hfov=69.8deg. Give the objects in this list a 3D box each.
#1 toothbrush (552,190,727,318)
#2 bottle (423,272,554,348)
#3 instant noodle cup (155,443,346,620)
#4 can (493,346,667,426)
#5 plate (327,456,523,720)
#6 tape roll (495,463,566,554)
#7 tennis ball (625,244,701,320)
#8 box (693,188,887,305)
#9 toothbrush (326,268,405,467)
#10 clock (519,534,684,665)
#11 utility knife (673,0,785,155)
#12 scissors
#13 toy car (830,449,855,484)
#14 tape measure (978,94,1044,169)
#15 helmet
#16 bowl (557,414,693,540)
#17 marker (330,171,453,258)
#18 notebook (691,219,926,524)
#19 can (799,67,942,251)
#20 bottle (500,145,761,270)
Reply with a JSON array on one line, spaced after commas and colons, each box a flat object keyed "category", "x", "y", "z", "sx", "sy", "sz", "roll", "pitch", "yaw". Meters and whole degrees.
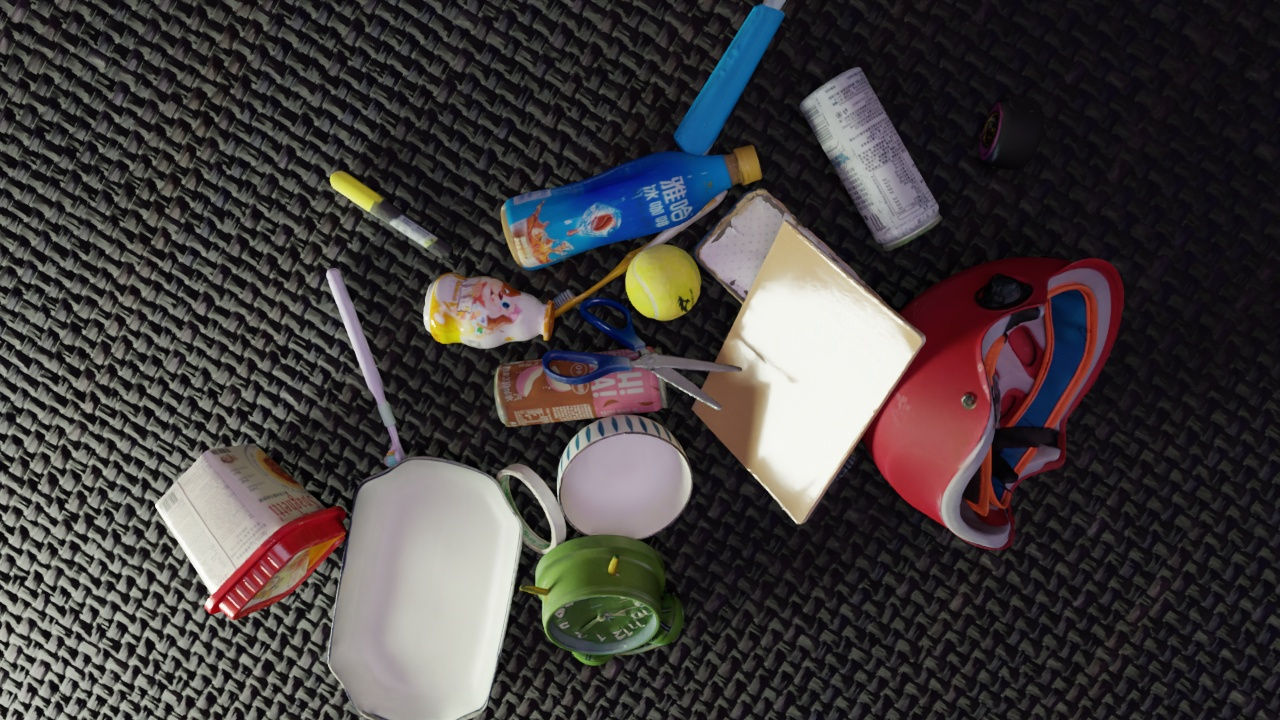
[{"category": "toothbrush", "x": -0.004, "y": -0.096, "z": 0.810, "sx": 0.191, "sy": 0.016, "sz": 0.018, "roll": -35, "pitch": 86, "yaw": 8}, {"category": "bottle", "x": -0.130, "y": -0.041, "z": 0.800, "sx": 0.108, "sy": 0.063, "sz": 0.063, "roll": 7, "pitch": 98, "yaw": 1}, {"category": "instant noodle cup", "x": -0.349, "y": 0.145, "z": 0.818, "sx": 0.117, "sy": 0.116, "sz": 0.124, "roll": -45, "pitch": 83, "yaw": 8}, {"category": "can", "x": -0.051, "y": 0.023, "z": 0.807, "sx": 0.147, "sy": 0.058, "sz": 0.058, "roll": -6, "pitch": 98, "yaw": 4}, {"category": "plate", "x": -0.196, "y": 0.215, "z": 0.849, "sx": 0.162, "sy": 0.034, "sz": 0.266, "roll": 12, "pitch": 99, "yaw": 5}, {"category": "tape roll", "x": -0.098, "y": 0.132, "z": 0.817, "sx": 0.013, "sy": 0.086, "sz": 0.086, "roll": -29, "pitch": 97, "yaw": -35}, {"category": "tennis ball", "x": 0.020, "y": -0.067, "z": 0.786, "sx": 0.065, "sy": 0.065, "sz": 0.065, "roll": 0, "pitch": 98, "yaw": 3}, {"category": "box", "x": 0.125, "y": -0.068, "z": 0.786, "sx": 0.090, "sy": 0.061, "sz": 0.184, "roll": -45, "pitch": 92, "yaw": 7}, {"category": "toothbrush", "x": -0.251, "y": 0.007, "z": 0.835, "sx": 0.021, "sy": 0.029, "sz": 0.189, "roll": -21, "pitch": 96, "yaw": -35}, {"category": "clock", "x": -0.027, "y": 0.220, "z": 0.816, "sx": 0.116, "sy": 0.056, "sz": 0.161, "roll": -20, "pitch": 132, "yaw": 15}, {"category": "utility knife", "x": 0.086, "y": -0.256, "z": 0.781, "sx": 0.034, "sy": 0.018, "sz": 0.188, "roll": 30, "pitch": 98, "yaw": -13}, {"category": "scissors", "x": -0.002, "y": -0.007, "z": 0.777, "sx": 0.163, "sy": 0.160, "sz": 0.012, "roll": -11, "pitch": 140, "yaw": -2}, {"category": "toy car", "x": 0.143, "y": 0.065, "z": 0.816, "sx": 0.105, "sy": 0.031, "sz": 0.049, "roll": 44, "pitch": 97, "yaw": -5}, {"category": "tape measure", "x": 0.309, "y": -0.187, "z": 0.760, "sx": 0.039, "sy": 0.057, "sz": 0.058, "roll": 12, "pitch": 90, "yaw": 0}, {"category": "helmet", "x": 0.267, "y": 0.013, "z": 0.739, "sx": 0.239, "sy": 0.144, "sz": 0.207, "roll": -50, "pitch": 136, "yaw": -16}, {"category": "bowl", "x": -0.017, "y": 0.095, "z": 0.803, "sx": 0.116, "sy": 0.066, "sz": 0.117, "roll": -4, "pitch": 119, "yaw": -8}, {"category": "marker", "x": -0.220, "y": -0.129, "z": 0.817, "sx": 0.124, "sy": 0.015, "sz": 0.018, "roll": 34, "pitch": 99, "yaw": -5}, {"category": "notebook", "x": 0.123, "y": 0.014, "z": 0.735, "sx": 0.148, "sy": 0.008, "sz": 0.208, "roll": 47, "pitch": 134, "yaw": 29}, {"category": "can", "x": 0.193, "y": -0.168, "z": 0.768, "sx": 0.058, "sy": 0.058, "sz": 0.147, "roll": -31, "pitch": 96, "yaw": 6}, {"category": "bottle", "x": -0.006, "y": -0.136, "z": 0.777, "sx": 0.219, "sy": 0.065, "sz": 0.065, "roll": -16, "pitch": 97, "yaw": 5}]
